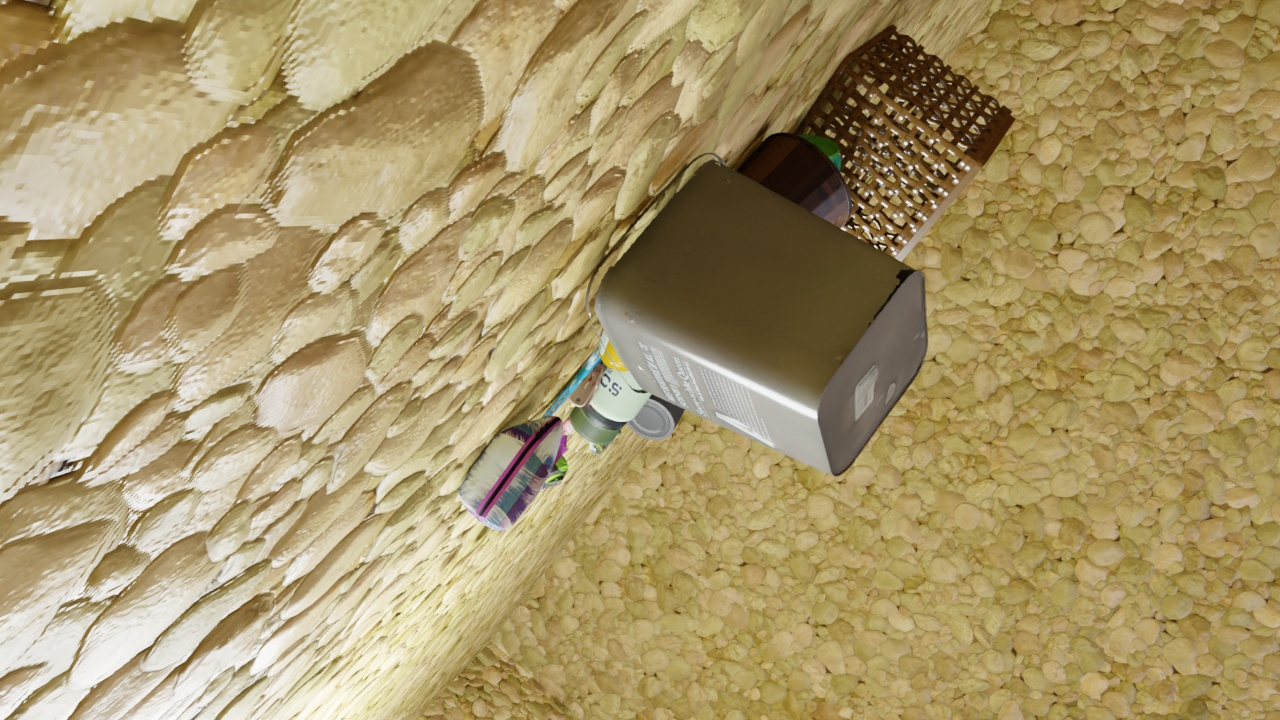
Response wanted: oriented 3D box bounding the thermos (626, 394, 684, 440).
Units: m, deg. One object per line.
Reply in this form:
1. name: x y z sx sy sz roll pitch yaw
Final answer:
1. thermos: 0.056 0.014 1.422 0.082 0.082 0.239 -57 180 45

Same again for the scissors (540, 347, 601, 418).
1. scissors: -0.071 0.020 1.058 0.134 0.015 0.066 -52 176 -11

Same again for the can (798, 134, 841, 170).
1. can: 0.210 -0.210 1.186 0.082 0.083 0.144 -45 146 -44

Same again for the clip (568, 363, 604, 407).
1. clip: -0.066 0.031 1.108 0.060 0.024 0.039 -64 172 19

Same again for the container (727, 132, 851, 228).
1. container: 0.127 -0.148 1.013 0.167 0.132 0.132 -43 171 -18

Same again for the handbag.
1. handbag: -0.120 0.110 0.988 0.145 0.068 0.169 -53 175 12

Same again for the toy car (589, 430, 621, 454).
1. toy car: -0.044 0.085 1.261 0.047 0.033 0.106 -39 161 -41

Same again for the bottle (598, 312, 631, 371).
1. bottle: -0.006 -0.045 0.945 0.053 0.053 0.186 -48 173 -23

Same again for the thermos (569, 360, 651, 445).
1. thermos: -0.007 0.007 1.139 0.232 0.082 0.082 -55 172 29

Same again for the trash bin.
1. trash bin: 0.111 -0.031 0.799 0.197 0.220 0.197 -50 146 -15

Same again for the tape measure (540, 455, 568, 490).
1. tape measure: -0.127 0.157 1.269 0.058 0.036 0.066 -27 163 -25

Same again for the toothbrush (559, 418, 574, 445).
1. toothbrush: -0.119 0.124 1.288 0.021 0.016 0.135 -25 157 -42

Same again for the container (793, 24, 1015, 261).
1. container: 0.334 -0.276 1.274 0.218 0.214 0.252 -44 171 -48
